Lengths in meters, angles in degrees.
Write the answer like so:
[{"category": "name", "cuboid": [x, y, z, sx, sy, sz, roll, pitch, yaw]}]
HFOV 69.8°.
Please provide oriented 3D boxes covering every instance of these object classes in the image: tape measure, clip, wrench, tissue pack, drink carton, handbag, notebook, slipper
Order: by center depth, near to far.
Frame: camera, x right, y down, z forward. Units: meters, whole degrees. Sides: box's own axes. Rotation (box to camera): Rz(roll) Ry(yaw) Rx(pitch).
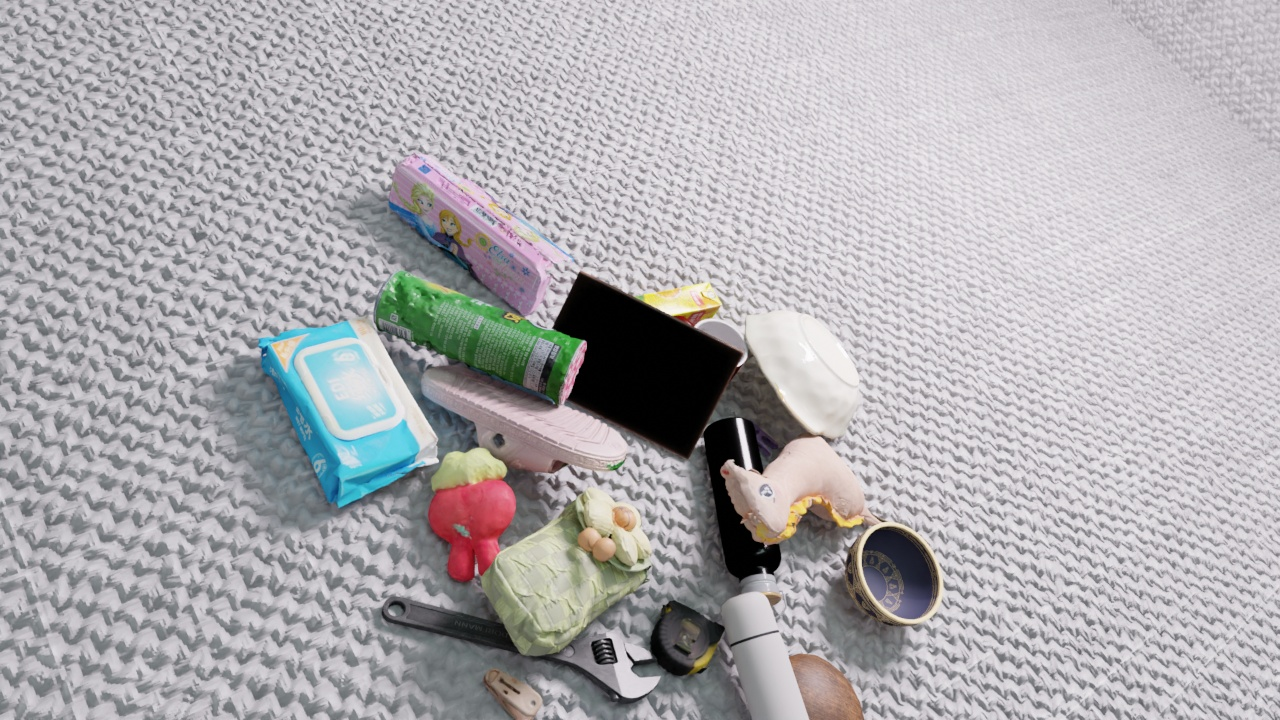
[{"category": "clip", "cuboid": [-0.115, 0.301, 0.831, 0.061, 0.043, 0.024, 40, 48, 2]}, {"category": "wrench", "cuboid": [-0.110, 0.268, 0.872, 0.273, 0.018, 0.073, 17, 41, -9]}, {"category": "handbag", "cuboid": [-0.058, 0.193, 0.876, 0.113, 0.117, 0.186, 47, 34, 11]}, {"category": "tape measure", "cuboid": [0.043, 0.280, 0.918, 0.067, 0.038, 0.062, 32, 49, 1]}, {"category": "tissue pack", "cuboid": [-0.298, 0.041, 0.933, 0.116, 0.066, 0.209, -20, 63, -34]}, {"category": "slipper", "cuboid": [-0.131, 0.075, 0.966, 0.239, 0.064, 0.094, 23, 19, 19]}, {"category": "notebook", "cuboid": [-0.006, 0.006, 1.054, 0.209, 0.141, 0.008, 26, 8, -3]}, {"category": "clip", "cuboid": [0.146, 0.093, 1.122, 0.053, 0.013, 0.036, 33, 48, 6]}, {"category": "drink carton", "cuboid": [0.033, -0.057, 1.154, 0.134, 0.059, 0.043, -13, 64, -32]}]

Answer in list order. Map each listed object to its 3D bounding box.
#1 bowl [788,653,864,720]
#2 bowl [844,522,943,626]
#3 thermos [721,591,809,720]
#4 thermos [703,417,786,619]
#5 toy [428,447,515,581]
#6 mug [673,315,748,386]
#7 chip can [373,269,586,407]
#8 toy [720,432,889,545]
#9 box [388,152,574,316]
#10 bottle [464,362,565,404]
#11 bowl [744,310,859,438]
[{"category": "bowl", "cuboid": [0.185, 0.351, 0.935, 0.101, 0.026, 0.114, -17, 63, -33]}, {"category": "bowl", "cuboid": [0.273, 0.244, 1.027, 0.112, 0.061, 0.112, 12, 59, -20]}, {"category": "thermos", "cuboid": [0.132, 0.337, 0.886, 0.052, 0.052, 0.224, -5, 65, -27]}, {"category": "thermos", "cuboid": [0.116, 0.176, 1.013, 0.061, 0.061, 0.231, 6, 53, -20]}, {"category": "toy", "cuboid": [-0.165, 0.151, 0.906, 0.092, 0.045, 0.135, -17, 70, 13]}, {"category": "mug", "cuboid": [0.068, -0.008, 1.116, 0.105, 0.083, 0.073, 42, 50, 10]}, {"category": "chip can", "cuboid": [-0.173, -0.026, 0.981, 0.223, 0.076, 0.075, 22, 49, 5]}, {"category": "toy", "cuboid": [0.186, 0.155, 0.999, 0.196, 0.065, 0.263, 46, 24, 7]}, {"category": "box", "cuboid": [-0.189, -0.167, 1.123, 0.230, 0.085, 0.096, 38, 47, 7]}, {"category": "bottle", "cuboid": [-0.146, 0.017, 1.031, 0.130, 0.040, 0.040, 35, 49, 4]}, {"category": "bowl", "cuboid": [0.212, 0.003, 1.133, 0.188, 0.060, 0.218, 42, 26, -15]}]
